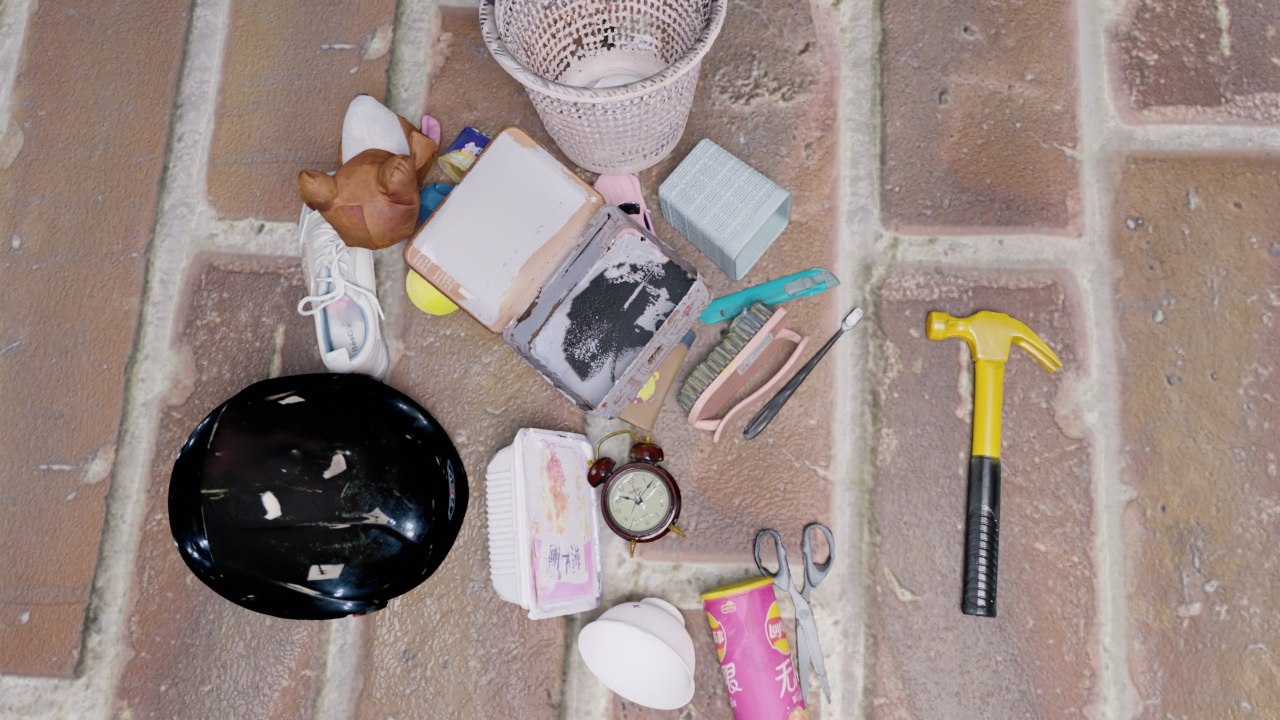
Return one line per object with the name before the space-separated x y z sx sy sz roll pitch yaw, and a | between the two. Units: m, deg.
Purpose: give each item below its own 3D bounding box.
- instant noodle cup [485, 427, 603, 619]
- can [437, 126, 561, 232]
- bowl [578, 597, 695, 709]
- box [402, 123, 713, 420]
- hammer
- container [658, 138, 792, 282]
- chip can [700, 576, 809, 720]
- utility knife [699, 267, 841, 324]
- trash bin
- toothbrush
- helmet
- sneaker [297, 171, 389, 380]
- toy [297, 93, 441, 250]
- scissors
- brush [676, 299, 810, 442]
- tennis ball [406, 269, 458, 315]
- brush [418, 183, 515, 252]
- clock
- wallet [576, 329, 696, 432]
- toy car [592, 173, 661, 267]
instant noodle cup | -0.096 0.156 0.883 0.060 0.138 0.173 -9 78 26
can | -0.142 -0.189 0.974 0.148 0.075 0.049 34 79 11
bowl | 0.007 0.267 0.871 0.118 0.119 0.064 27 43 9
box | -0.082 -0.088 0.906 0.260 0.105 0.178 39 91 16
hammer | 0.341 0.098 0.902 0.129 0.033 0.300 6 79 7
container | 0.084 -0.156 0.944 0.111 0.090 0.090 39 84 13
chip can | 0.118 0.314 0.857 0.071 0.071 0.210 -15 78 1
utility knife | 0.134 -0.068 0.959 0.151 0.013 0.029 -18 76 1
trash bin | -0.030 -0.298 0.915 0.227 0.192 0.227 -1 69 3
toothbrush | 0.167 0.013 0.941 0.015 0.018 0.181 42 86 8
helmet | -0.294 0.125 0.858 0.274 0.231 0.233 -1 80 -16
sneaker | -0.320 -0.093 0.961 0.089 0.091 0.242 -12 78 1
toy | -0.271 -0.201 0.932 0.140 0.199 0.131 -5 121 3
scissors | 0.165 0.242 0.897 0.168 0.014 0.156 43 86 10
brush | 0.101 0.012 0.921 0.073 0.063 0.145 40 85 21
tennis ball | -0.212 -0.081 0.962 0.065 0.065 0.065 -1 79 4
brush | -0.177 -0.141 0.967 0.144 0.073 0.055 33 90 10
clock | -0.005 0.128 0.910 0.082 0.055 0.122 -22 81 0
wallet | -0.006 0.006 0.948 0.090 0.033 0.115 24 85 8
toy car | -0.016 -0.148 0.976 0.056 0.037 0.122 -18 77 -1
